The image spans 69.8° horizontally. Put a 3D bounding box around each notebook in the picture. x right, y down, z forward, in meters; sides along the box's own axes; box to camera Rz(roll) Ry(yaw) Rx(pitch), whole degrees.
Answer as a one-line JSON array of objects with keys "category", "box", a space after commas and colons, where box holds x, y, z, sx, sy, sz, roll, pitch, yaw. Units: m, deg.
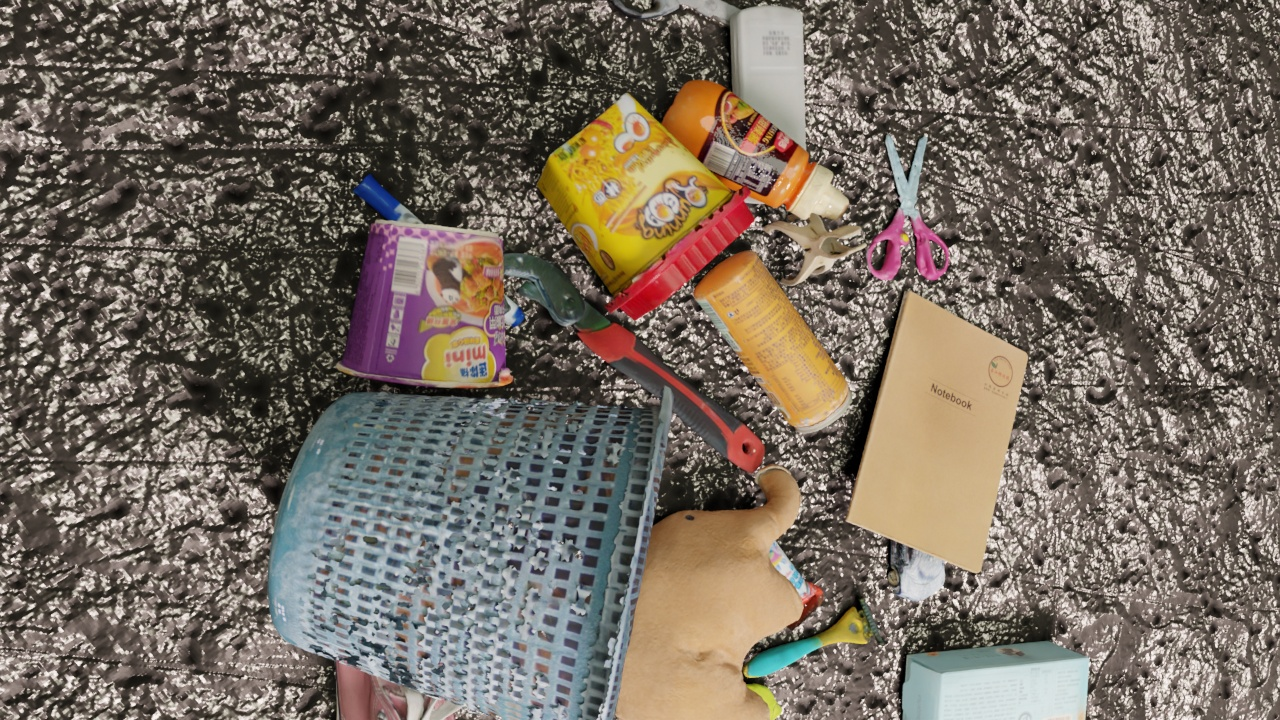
[{"category": "notebook", "box": [0.260, 0.062, 0.792, 0.147, 0.008, 0.207, 24, 76, -21]}]

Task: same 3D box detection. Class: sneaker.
[{"category": "sneaker", "box": [-0.162, 0.243, 0.620, 0.118, 0.088, 0.241, -10, 96, -20]}]

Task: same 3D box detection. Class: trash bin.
[{"category": "trash bin", "box": [-0.096, 0.107, 0.540, 0.195, 0.226, 0.226, 12, 89, 2]}]

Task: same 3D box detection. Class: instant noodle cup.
[{"category": "instant noodle cup", "box": [-0.136, -0.038, 0.596, 0.111, 0.112, 0.099, 5, 94, -21]}, {"category": "instant noodle cup", "box": [-0.003, -0.109, 0.651, 0.116, 0.116, 0.123, -42, 95, -13]}]

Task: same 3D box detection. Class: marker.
[{"category": "marker", "box": [-0.139, -0.075, 0.646, 0.146, 0.017, 0.017, 42, 79, -18]}]

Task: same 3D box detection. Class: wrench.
[{"category": "wrench", "box": [-0.004, 0.004, 0.696, 0.273, 0.016, 0.056, 35, 59, -21]}]

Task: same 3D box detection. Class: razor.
[{"category": "razor", "box": [0.141, 0.238, 0.766, 0.132, 0.028, 0.043, -14, 75, -23]}]

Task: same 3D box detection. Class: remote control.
[{"category": "remote control", "box": [0.101, -0.199, 0.722, 0.058, 0.021, 0.150, -6, 100, -20]}]

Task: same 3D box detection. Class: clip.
[{"category": "clip", "box": [0.130, -0.099, 0.712, 0.035, 0.102, 0.095, -24, 76, -17]}]

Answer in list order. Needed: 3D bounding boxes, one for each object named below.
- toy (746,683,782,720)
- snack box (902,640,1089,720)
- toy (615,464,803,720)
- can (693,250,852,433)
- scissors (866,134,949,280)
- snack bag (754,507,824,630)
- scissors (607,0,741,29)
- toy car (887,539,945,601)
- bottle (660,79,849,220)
[{"category": "toy", "box": [0.062, 0.287, 0.739, 0.096, 0.031, 0.100, -33, 101, -12]}, {"category": "snack box", "box": [0.320, 0.302, 0.826, 0.174, 0.052, 0.074, 2, 91, -22]}, {"category": "toy", "box": [0.050, 0.177, 0.694, 0.143, 0.082, 0.225, 19, 79, -2]}, {"category": "can", "box": [0.105, -0.014, 0.720, 0.058, 0.058, 0.146, -42, 107, -14]}, {"category": "scissors", "box": [0.236, -0.128, 0.787, 0.108, 0.017, 0.135, 18, 83, -20]}, {"category": "snack bag", "box": [0.109, 0.171, 0.751, 0.045, 0.026, 0.105, -40, 103, -7]}, {"category": "scissors", "box": [0.054, -0.283, 0.707, 0.175, 0.014, 0.133, -19, 101, -19]}, {"category": "toy car", "box": [0.243, 0.160, 0.799, 0.049, 0.031, 0.105, -4, 96, -20]}, {"category": "bottle", "box": [0.087, -0.148, 0.681, 0.149, 0.067, 0.066, 30, 82, 1]}]
